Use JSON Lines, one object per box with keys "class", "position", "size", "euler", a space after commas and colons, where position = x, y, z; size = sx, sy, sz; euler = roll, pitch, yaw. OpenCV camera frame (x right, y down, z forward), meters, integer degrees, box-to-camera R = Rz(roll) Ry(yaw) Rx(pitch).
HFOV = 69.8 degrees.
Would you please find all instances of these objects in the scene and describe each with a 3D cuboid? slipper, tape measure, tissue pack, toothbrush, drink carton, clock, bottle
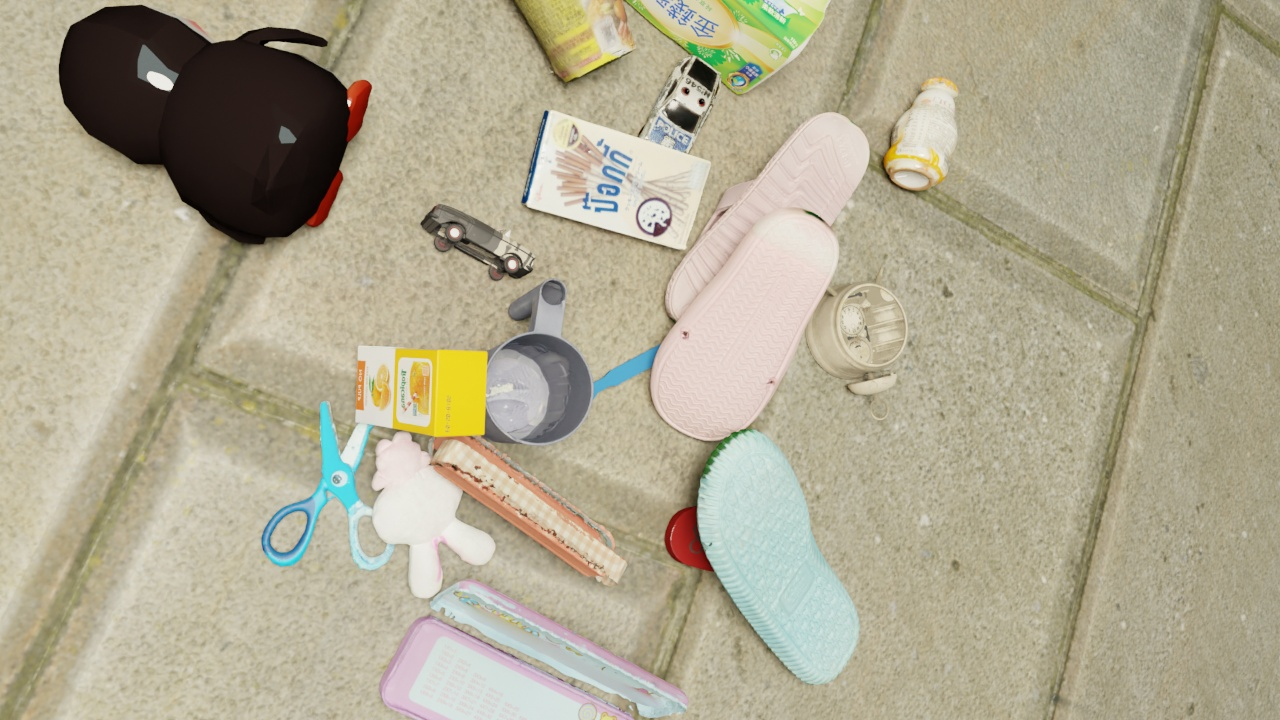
{"class": "slipper", "position": [0.111, 0.177, 0.799], "size": [0.115, 0.070, 0.276], "euler": [-48, 121, -28]}
{"class": "tape measure", "position": [0.049, 0.151, 0.805], "size": [0.051, 0.019, 0.059], "euler": [20, 78, -17]}
{"class": "slipper", "position": [0.113, -0.118, 0.831], "size": [0.094, 0.064, 0.239], "euler": [40, 87, -17]}
{"class": "tissue pack", "position": [0.075, -0.361, 0.814], "size": [0.197, 0.120, 0.141], "euler": [38, 71, -23]}
{"class": "toothbrush", "position": [-0.005, 0.005, 0.801], "size": [0.166, 0.014, 0.016], "euler": [-28, 96, -26]}
{"class": "drink carton", "position": [-0.164, 0.020, 0.671], "size": [0.040, 0.123, 0.058], "euler": [2, 91, -43]}
{"class": "slipper", "position": [0.084, -0.030, 0.774], "size": [0.106, 0.055, 0.222], "euler": [26, 110, -14]}
{"class": "clock", "position": [0.214, -0.013, 0.869], "size": [0.092, 0.055, 0.141], "euler": [-13, 88, -23]}
{"class": "bottle", "position": [0.284, -0.226, 0.912], "size": [0.063, 0.063, 0.108], "euler": [25, 76, -19]}

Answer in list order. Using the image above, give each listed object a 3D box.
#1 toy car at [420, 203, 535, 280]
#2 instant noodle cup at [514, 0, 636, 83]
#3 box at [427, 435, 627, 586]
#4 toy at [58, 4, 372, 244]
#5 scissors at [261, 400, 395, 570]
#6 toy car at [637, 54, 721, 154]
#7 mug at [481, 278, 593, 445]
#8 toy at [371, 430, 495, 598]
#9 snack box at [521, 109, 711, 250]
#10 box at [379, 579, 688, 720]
{"class": "toy car", "position": [-0.129, -0.097, 0.738], "size": [0.092, 0.040, 0.037], "euler": [28, 72, -21]}
{"class": "instant noodle cup", "position": [-0.056, -0.296, 0.764], "size": [0.102, 0.102, 0.108], "euler": [-33, 107, -22]}
{"class": "box", "position": [-0.083, 0.112, 0.717], "size": [0.055, 0.076, 0.187], "euler": [-41, 115, 20]}
{"class": "toy", "position": [-0.302, -0.168, 0.622], "size": [0.184, 0.140, 0.159], "euler": [25, 113, -8]}
{"class": "scissors", "position": [-0.240, 0.095, 0.692], "size": [0.113, 0.013, 0.140], "euler": [-10, 92, -26]}
{"class": "toy car", "position": [0.037, -0.222, 0.821], "size": [0.048, 0.041, 0.112], "euler": [30, 76, -17]}
{"class": "mug", "position": [-0.090, 0.005, 0.712], "size": [0.083, 0.104, 0.124], "euler": [9, 81, -22]}
{"class": "toy", "position": [-0.168, 0.114, 0.705], "size": [0.075, 0.037, 0.125], "euler": [-32, 101, -27]}
{"class": "snack box", "position": [-0.020, -0.153, 0.785], "size": [0.150, 0.026, 0.082], "euler": [13, 101, -21]}
{"class": "box", "position": [-0.080, 0.253, 0.718], "size": [0.214, 0.062, 0.140], "euler": [33, 108, -17]}
